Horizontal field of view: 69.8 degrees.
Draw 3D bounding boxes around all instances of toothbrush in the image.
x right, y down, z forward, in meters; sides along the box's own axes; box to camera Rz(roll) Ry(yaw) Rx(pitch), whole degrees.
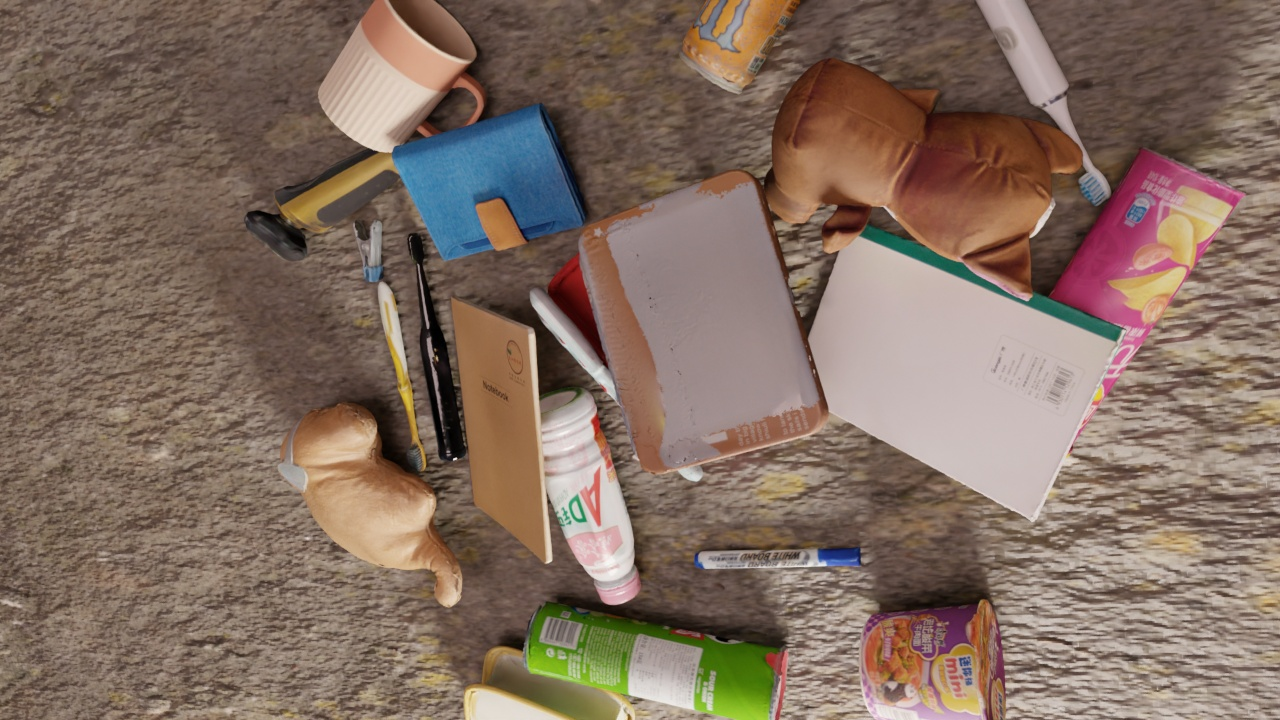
[{"bbox_3d":[0.263,-0.203,0.619,0.026,0.027,0.221,-33,97,-8],"label":"toothbrush"},{"bbox_3d":[-0.189,-0.011,0.838,0.026,0.027,0.213,-14,107,-24],"label":"toothbrush"},{"bbox_3d":[-0.226,0.019,0.862,0.016,0.018,0.191,-1,110,17],"label":"toothbrush"}]

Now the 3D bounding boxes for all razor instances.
[{"bbox_3d":[-0.268,-0.141,0.805,0.168,0.062,0.067,-25,67,19],"label":"razor"}]

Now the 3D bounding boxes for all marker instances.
[{"bbox_3d":[0.118,0.173,0.802,0.146,0.016,0.017,-6,106,20],"label":"marker"}]

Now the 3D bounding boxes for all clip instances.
[{"bbox_3d":[-0.245,-0.099,0.826,0.028,0.024,0.057,-1,104,15],"label":"clip"}]

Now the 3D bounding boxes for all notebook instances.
[{"bbox_3d":[-0.123,0.057,0.801,0.148,0.008,0.208,22,121,51],"label":"notebook"},{"bbox_3d":[0.216,0.002,0.666,0.209,0.012,0.151,31,118,34],"label":"notebook"}]

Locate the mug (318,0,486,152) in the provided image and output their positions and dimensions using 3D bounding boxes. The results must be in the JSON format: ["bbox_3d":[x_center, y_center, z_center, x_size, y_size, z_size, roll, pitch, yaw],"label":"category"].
[{"bbox_3d":[-0.184,-0.223,0.738,0.114,0.081,0.106,36,120,-23],"label":"mug"}]

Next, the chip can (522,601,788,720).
[{"bbox_3d":[0.014,0.276,0.842,0.236,0.072,0.072,7,110,16],"label":"chip can"}]

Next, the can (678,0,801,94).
[{"bbox_3d":[0.087,-0.264,0.639,0.058,0.058,0.146,35,115,4],"label":"can"}]

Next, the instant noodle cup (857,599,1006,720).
[{"bbox_3d":[0.237,0.250,0.746,0.099,0.111,0.111,-7,106,30],"label":"instant noodle cup"}]

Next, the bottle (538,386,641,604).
[{"bbox_3d":[-0.047,0.124,0.815,0.068,0.068,0.197,-11,108,21],"label":"bottle"}]

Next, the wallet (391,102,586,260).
[{"bbox_3d":[-0.121,-0.141,0.743,0.133,0.040,0.106,-11,125,16],"label":"wallet"}]

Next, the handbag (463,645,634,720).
[{"bbox_3d":[-0.094,0.380,0.929,0.163,0.063,0.179,18,128,12],"label":"handbag"}]

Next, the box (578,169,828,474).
[{"bbox_3d":[0.046,-0.026,0.632,0.150,0.168,0.182,-16,90,-21],"label":"box"}]

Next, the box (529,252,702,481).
[{"bbox_3d":[-0.006,0.006,0.741,0.096,0.099,0.201,-41,93,26],"label":"box"}]

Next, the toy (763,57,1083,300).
[{"bbox_3d":[0.185,-0.125,0.623,0.200,0.130,0.140,20,84,16],"label":"toy"}]

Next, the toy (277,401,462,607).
[{"bbox_3d":[-0.252,0.143,0.880,0.144,0.082,0.226,-28,102,44],"label":"toy"}]

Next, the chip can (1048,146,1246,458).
[{"bbox_3d":[0.318,-0.036,0.633,0.071,0.071,0.211,26,114,8],"label":"chip can"}]
